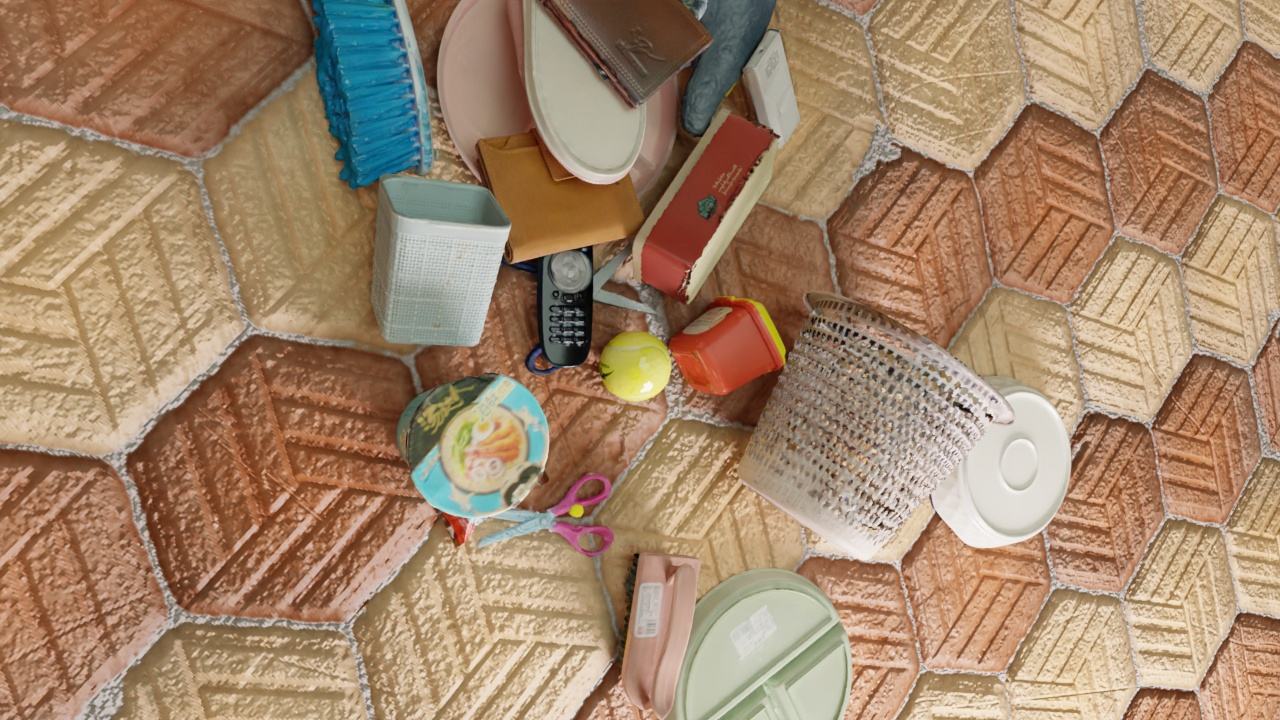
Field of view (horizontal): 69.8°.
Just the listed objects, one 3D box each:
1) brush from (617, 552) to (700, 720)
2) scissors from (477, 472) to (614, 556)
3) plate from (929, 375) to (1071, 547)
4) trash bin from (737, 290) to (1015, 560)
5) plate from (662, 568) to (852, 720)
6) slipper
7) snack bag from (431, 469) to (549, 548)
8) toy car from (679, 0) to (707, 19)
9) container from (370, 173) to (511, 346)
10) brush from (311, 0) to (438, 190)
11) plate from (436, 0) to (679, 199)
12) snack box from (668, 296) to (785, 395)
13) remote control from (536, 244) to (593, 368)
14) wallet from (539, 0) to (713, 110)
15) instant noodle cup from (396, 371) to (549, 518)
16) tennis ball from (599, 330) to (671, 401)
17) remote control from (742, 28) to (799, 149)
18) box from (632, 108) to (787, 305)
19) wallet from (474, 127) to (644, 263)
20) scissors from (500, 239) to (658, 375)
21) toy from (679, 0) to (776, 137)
[{"bbox_3d":[0.017,0.252,0.849,0.063,0.073,0.145,11,88,-27],"label":"brush"},{"bbox_3d":[-0.083,0.154,0.830,0.137,0.017,0.093,-18,100,-21],"label":"scissors"},{"bbox_3d":[0.425,0.120,1.067,0.204,0.046,0.205,0,91,-27],"label":"plate"},{"bbox_3d":[0.204,0.072,0.876,0.227,0.227,0.192,34,88,-23],"label":"trash bin"},{"bbox_3d":[0.125,0.327,0.930,0.229,0.027,0.230,0,91,-27],"label":"plate"},{"bbox_3d":[-0.058,-0.278,0.778,0.114,0.055,0.274,-5,82,-29],"label":"slipper"},{"bbox_3d":[-0.129,0.114,0.797,0.104,0.026,0.048,-32,99,-22],"label":"snack bag"},{"bbox_3d":[0.019,-0.326,0.794,0.090,0.043,0.034,43,71,-4],"label":"toy car"},{"bbox_3d":[-0.164,-0.076,0.726,0.089,0.090,0.112,3,120,-27],"label":"container"},{"bbox_3d":[-0.212,-0.297,0.738,0.109,0.061,0.314,-12,94,-32],"label":"brush"},{"bbox_3d":[-0.071,-0.237,0.820,0.229,0.028,0.229,-1,92,-26],"label":"plate"},{"bbox_3d":[0.078,-0.013,0.867,0.080,0.091,0.082,-32,104,-15],"label":"snack box"},{"bbox_3d":[-0.068,-0.061,0.812,0.053,0.024,0.136,1,90,-27],"label":"remote control"},{"bbox_3d":[-0.012,-0.279,0.753,0.124,0.032,0.101,47,63,-10],"label":"wallet"},{"bbox_3d":[-0.145,0.064,0.737,0.111,0.121,0.111,0,89,-26],"label":"instant noodle cup"},{"bbox_3d":[-0.005,0.005,0.836,0.065,0.066,0.065,0,91,-27],"label":"tennis ball"},{"bbox_3d":[0.129,-0.257,0.884,0.049,0.024,0.125,-60,151,-13],"label":"remote control"},{"bbox_3d":[0.067,-0.136,0.843,0.077,0.091,0.168,29,73,11],"label":"box"},{"bbox_3d":[-0.067,-0.147,0.785,0.131,0.031,0.108,-16,91,-28],"label":"wallet"},{"bbox_3d":[-0.059,-0.062,0.839,0.162,0.012,0.175,39,72,-23],"label":"scissors"},{"bbox_3d":[0.064,-0.389,0.851,0.137,0.091,0.356,-12,91,-15],"label":"toy"}]
